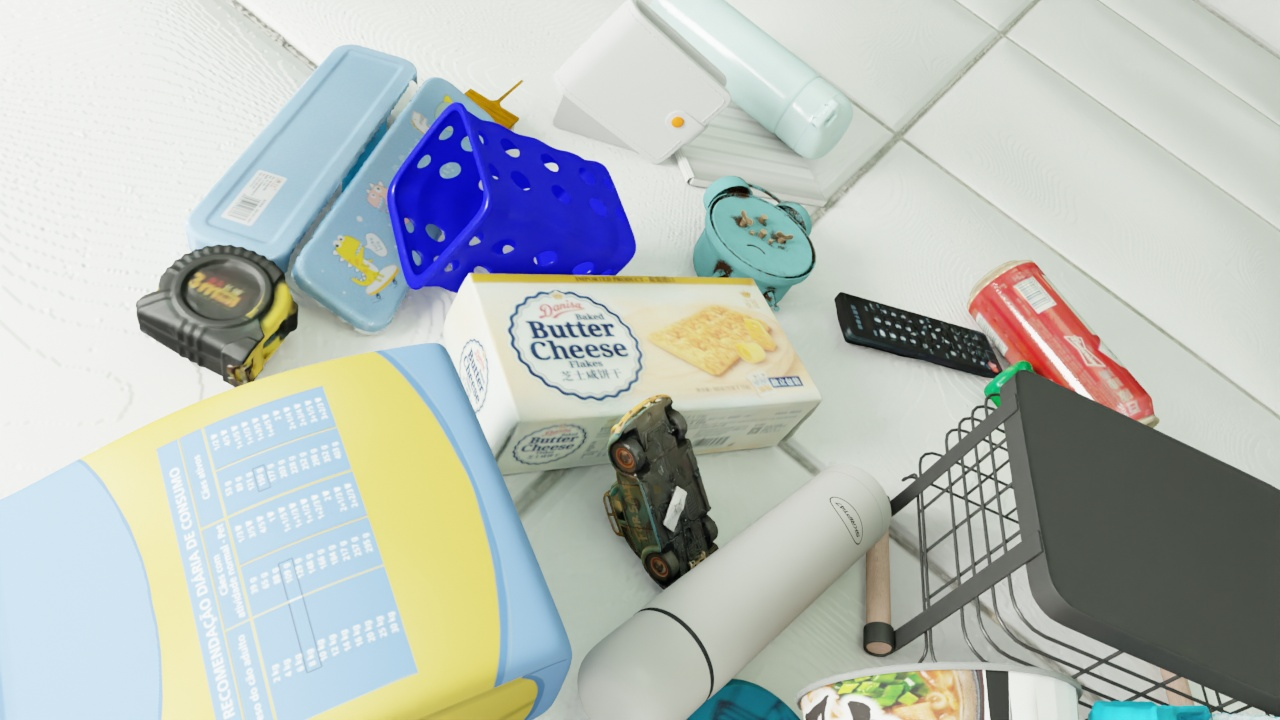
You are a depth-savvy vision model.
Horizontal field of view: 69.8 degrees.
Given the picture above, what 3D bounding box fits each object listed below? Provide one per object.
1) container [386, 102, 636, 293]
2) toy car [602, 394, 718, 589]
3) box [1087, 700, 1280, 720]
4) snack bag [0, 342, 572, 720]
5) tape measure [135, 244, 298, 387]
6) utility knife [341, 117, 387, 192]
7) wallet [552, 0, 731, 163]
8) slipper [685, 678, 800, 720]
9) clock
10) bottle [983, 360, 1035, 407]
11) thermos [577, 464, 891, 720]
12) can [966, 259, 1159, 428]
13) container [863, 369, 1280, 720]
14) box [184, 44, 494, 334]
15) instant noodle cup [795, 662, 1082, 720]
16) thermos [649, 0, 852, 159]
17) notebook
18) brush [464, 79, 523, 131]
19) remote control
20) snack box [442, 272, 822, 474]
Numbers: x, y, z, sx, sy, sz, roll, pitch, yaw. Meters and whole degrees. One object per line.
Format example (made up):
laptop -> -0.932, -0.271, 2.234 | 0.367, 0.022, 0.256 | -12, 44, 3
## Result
container -> -0.076, -0.084, 0.549 | 0.113, 0.085, 0.084 | 11, 50, -44
toy car -> 0.005, 0.074, 0.492 | 0.047, 0.047, 0.112 | -31, 111, -44
box -> 0.260, 0.269, 0.396 | 0.181, 0.072, 0.226 | 11, 72, -23
snack bag -> -0.151, 0.096, 0.361 | 0.205, 0.102, 0.159 | -15, 60, -23
tape measure -> -0.215, -0.026, 0.473 | 0.067, 0.038, 0.062 | 27, 51, -1
utility knife -> -0.187, -0.150, 0.617 | 0.031, 0.015, 0.174 | 8, 50, -21
wallet -> -0.005, -0.205, 0.718 | 0.118, 0.116, 0.037 | 30, 38, -35
slipper -> 0.015, 0.241, 0.346 | 0.118, 0.060, 0.293 | 41, 43, 5
clock -> 0.084, -0.091, 0.691 | 0.090, 0.053, 0.124 | 24, 44, -10
bottle -> 0.314, 0.053, 0.699 | 0.043, 0.043, 0.111 | -17, 62, -39
thermos -> 0.057, 0.119, 0.476 | 0.223, 0.052, 0.052 | -25, 66, -45
can -> 0.340, -0.004, 0.747 | 0.067, 0.067, 0.170 | -8, 56, -35
container -> 0.266, 0.135, 0.532 | 0.241, 0.131, 0.162 | 24, 44, -9
box -> -0.172, -0.118, 0.567 | 0.127, 0.034, 0.208 | 25, 51, -8
instant noodle cup -> 0.132, 0.204, 0.384 | 0.123, 0.124, 0.121 | 14, 56, -19
thermos -> 0.100, -0.266, 0.835 | 0.207, 0.065, 0.078 | 41, 0, 8
notebook -> 0.074, -0.224, 0.837 | 0.142, 0.009, 0.209 | 3, 50, -28
brush -> -0.118, -0.176, 0.677 | 0.048, 0.017, 0.126 | 31, 43, -1
remote control -> 0.218, -0.016, 0.724 | 0.150, 0.022, 0.047 | 13, 46, -22
snack box -> -0.003, 0.003, 0.551 | 0.207, 0.058, 0.104 | -2, 53, -32
